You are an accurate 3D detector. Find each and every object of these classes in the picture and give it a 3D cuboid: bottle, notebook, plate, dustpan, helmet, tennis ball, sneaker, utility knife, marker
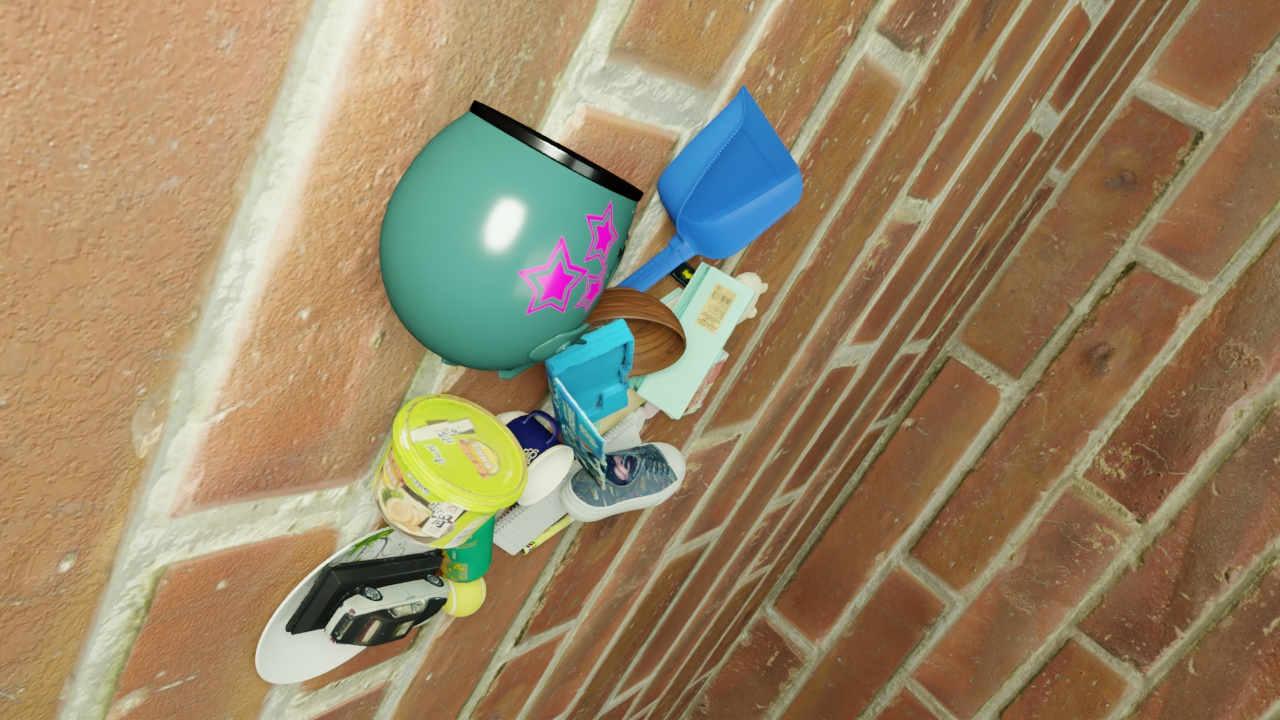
[{"bbox_3d":[-0.205,0.182,1.083,0.067,0.068,0.210,-32,150,-35],"label":"bottle"},{"bbox_3d":[-0.098,0.178,1.270,0.245,0.013,0.178,-38,162,-9],"label":"notebook"},{"bbox_3d":[-0.331,0.264,1.027,0.228,0.030,0.230,-39,154,-24],"label":"plate"},{"bbox_3d":[0.063,-0.166,1.062,0.258,0.059,0.245,-36,158,14],"label":"dustpan"},{"bbox_3d":[-0.105,-0.084,0.764,0.200,0.176,0.274,-60,169,10],"label":"helmet"},{"bbox_3d":[-0.236,0.303,1.206,0.065,0.065,0.065,-39,154,-24],"label":"tennis ball"},{"bbox_3d":[-0.006,0.151,1.240,0.234,0.087,0.079,-14,147,-51],"label":"sneaker"},{"bbox_3d":[0.068,-0.105,1.212,0.029,0.020,0.172,-55,155,5],"label":"utility knife"},{"bbox_3d":[-0.128,0.253,1.385,0.132,0.014,0.014,-30,149,-38],"label":"marker"}]

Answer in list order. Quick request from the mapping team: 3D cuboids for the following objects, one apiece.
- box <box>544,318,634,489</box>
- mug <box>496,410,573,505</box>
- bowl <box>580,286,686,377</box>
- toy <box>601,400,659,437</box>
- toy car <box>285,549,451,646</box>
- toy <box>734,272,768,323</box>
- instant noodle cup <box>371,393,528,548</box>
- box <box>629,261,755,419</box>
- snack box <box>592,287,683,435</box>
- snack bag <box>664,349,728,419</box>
[{"bbox_3d":[-0.039,0.060,1.001,0.093,0.115,0.244,-25,164,-10],"label":"box"},{"bbox_3d":[-0.134,0.096,1.058,0.085,0.089,0.112,-18,140,-51],"label":"mug"},{"bbox_3d":[-0.022,-0.043,1.053,0.147,0.068,0.147,-2,153,-1],"label":"bowl"},{"bbox_3d":[-0.008,0.079,1.303,0.109,0.041,0.096,-38,161,0],"label":"toy"},{"bbox_3d":[-0.279,0.269,1.002,0.094,0.071,0.191,-53,157,10],"label":"toy car"},{"bbox_3d":[0.144,-0.087,1.328,0.112,0.050,0.087,-15,138,-48],"label":"toy"},{"bbox_3d":[-0.197,0.115,0.925,0.098,0.146,0.146,-50,159,27],"label":"instant noodle cup"},{"bbox_3d":[0.074,-0.020,1.151,0.188,0.093,0.077,-58,150,5],"label":"box"},{"bbox_3d":[-0.007,0.007,1.207,0.193,0.044,0.142,-36,151,-30],"label":"snack box"},{"bbox_3d":[0.083,0.032,1.409,0.076,0.036,0.116,-17,139,-50],"label":"snack bag"}]
